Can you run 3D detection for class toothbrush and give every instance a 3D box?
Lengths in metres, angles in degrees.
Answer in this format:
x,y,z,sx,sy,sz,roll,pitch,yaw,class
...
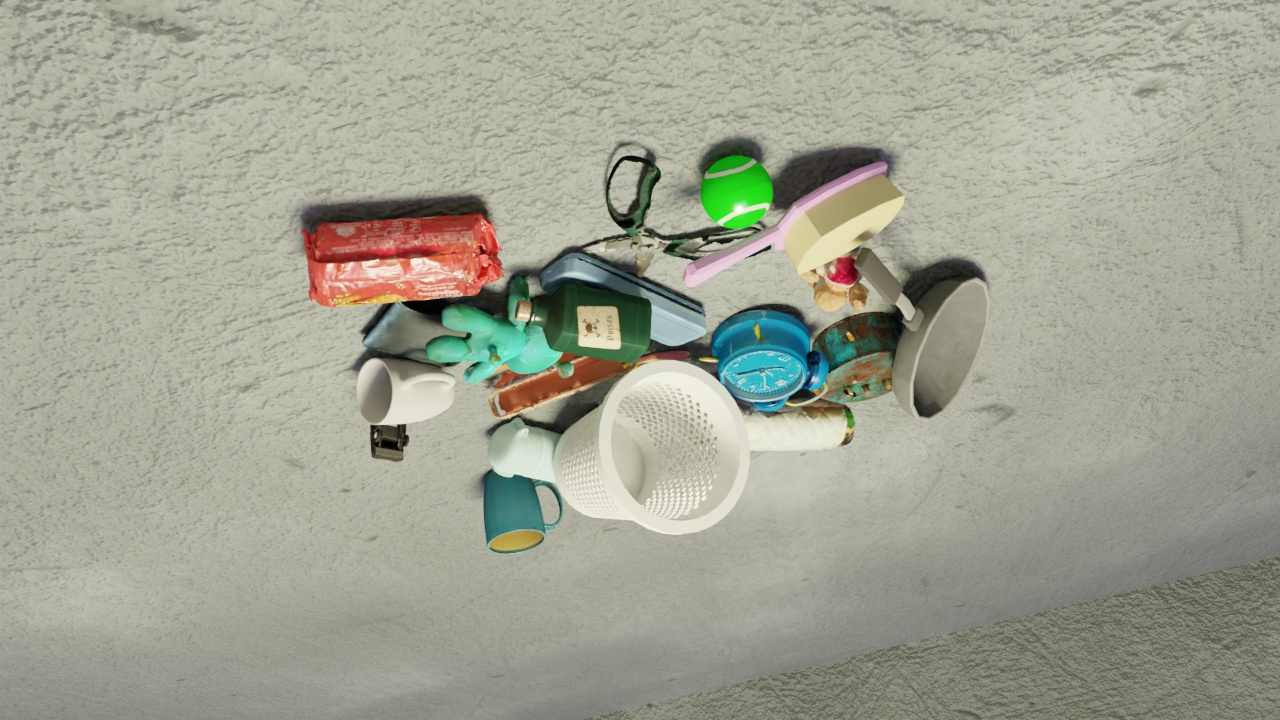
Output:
x,y,z,sx,sy,sz,roll,pitch,yaw,class
-0.007,0.006,1.106,0.135,0.016,0.021,-15,147,2,toothbrush

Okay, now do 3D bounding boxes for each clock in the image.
x,y,z,sx,sy,sz,roll,pitch,yaw,class
0.156,0.006,1.088,0.161,0.060,0.117,31,133,-30,clock
0.274,0.013,1.153,0.121,0.073,0.158,-3,148,-14,clock

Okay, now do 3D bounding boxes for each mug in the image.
x,y,z,sx,sy,sz,roll,pitch,yaw,class
-0.165,0.205,1.284,0.112,0.104,0.085,-5,148,-16,mug
-0.241,0.029,0.997,0.107,0.071,0.089,-20,166,39,mug

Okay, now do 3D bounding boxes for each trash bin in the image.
x,y,z,sx,sy,sz,roll,pitch,yaw,class
-0.006,0.117,1.110,0.195,0.195,0.200,6,164,-27,trash bin

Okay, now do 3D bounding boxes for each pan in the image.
x,y,z,sx,sy,sz,roll,pitch,yaw,class
0.301,-0.045,1.009,0.357,0.041,0.178,30,87,-52,pan

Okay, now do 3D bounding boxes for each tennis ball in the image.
x,y,z,sx,sy,sz,roll,pitch,yaw,class
0.087,-0.153,0.831,0.065,0.065,0.065,-9,148,-5,tennis ball

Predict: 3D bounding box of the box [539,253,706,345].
x,y,z,sx,sy,sz,roll,pitch,yaw,class
-0.014,-0.066,0.981,0.209,0.037,0.066,23,147,-40,box

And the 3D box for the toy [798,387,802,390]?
x,y,z,sx,sy,sz,roll,pitch,yaw,class
0.157,0.031,1.183,0.111,0.030,0.049,1,175,-24,toy

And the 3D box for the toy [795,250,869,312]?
x,y,z,sx,sy,sz,roll,pitch,yaw,class
0.203,-0.086,0.986,0.085,0.074,0.106,21,169,5,toy

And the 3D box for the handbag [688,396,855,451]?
x,y,z,sx,sy,sz,roll,pitch,yaw,class
0.166,0.082,1.208,0.194,0.072,0.139,2,173,-22,handbag

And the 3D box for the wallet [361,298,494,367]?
x,y,z,sx,sy,sz,roll,pitch,yaw,class
-0.222,-0.029,0.965,0.114,0.026,0.089,14,142,-35,wallet

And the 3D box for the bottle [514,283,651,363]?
x,y,z,sx,sy,sz,roll,pitch,yaw,class
-0.060,-0.040,0.919,0.131,0.061,0.061,9,159,-17,bottle

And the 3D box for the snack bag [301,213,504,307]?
x,y,z,sx,sy,sz,roll,pitch,yaw,class
-0.211,-0.091,0.822,0.176,0.082,0.082,-6,148,-11,snack bag

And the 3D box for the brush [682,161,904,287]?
x,y,z,sx,sy,sz,roll,pitch,yaw,class
0.145,-0.113,0.857,0.228,0.043,0.089,-27,163,-18,brush

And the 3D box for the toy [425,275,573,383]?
x,y,z,sx,sy,sz,roll,pitch,yaw,class
-0.130,-0.019,0.949,0.193,0.072,0.131,3,127,-48,toy

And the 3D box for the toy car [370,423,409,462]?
x,y,z,sx,sy,sz,roll,pitch,yaw,class
-0.286,0.070,1.041,0.040,0.092,0.037,15,150,-36,toy car

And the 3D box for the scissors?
x,y,z,sx,sy,sz,roll,pitch,yaw,class
0.033,-0.135,0.884,0.201,0.015,0.202,-7,153,-3,scissors

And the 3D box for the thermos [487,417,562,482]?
x,y,z,sx,sy,sz,roll,pitch,yaw,class
-0.106,0.132,1.223,0.206,0.065,0.078,19,110,-40,thermos

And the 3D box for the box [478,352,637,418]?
x,y,z,sx,sy,sz,roll,pitch,yaw,class
-0.097,0.007,1.051,0.187,0.085,0.048,-23,-175,14,box
